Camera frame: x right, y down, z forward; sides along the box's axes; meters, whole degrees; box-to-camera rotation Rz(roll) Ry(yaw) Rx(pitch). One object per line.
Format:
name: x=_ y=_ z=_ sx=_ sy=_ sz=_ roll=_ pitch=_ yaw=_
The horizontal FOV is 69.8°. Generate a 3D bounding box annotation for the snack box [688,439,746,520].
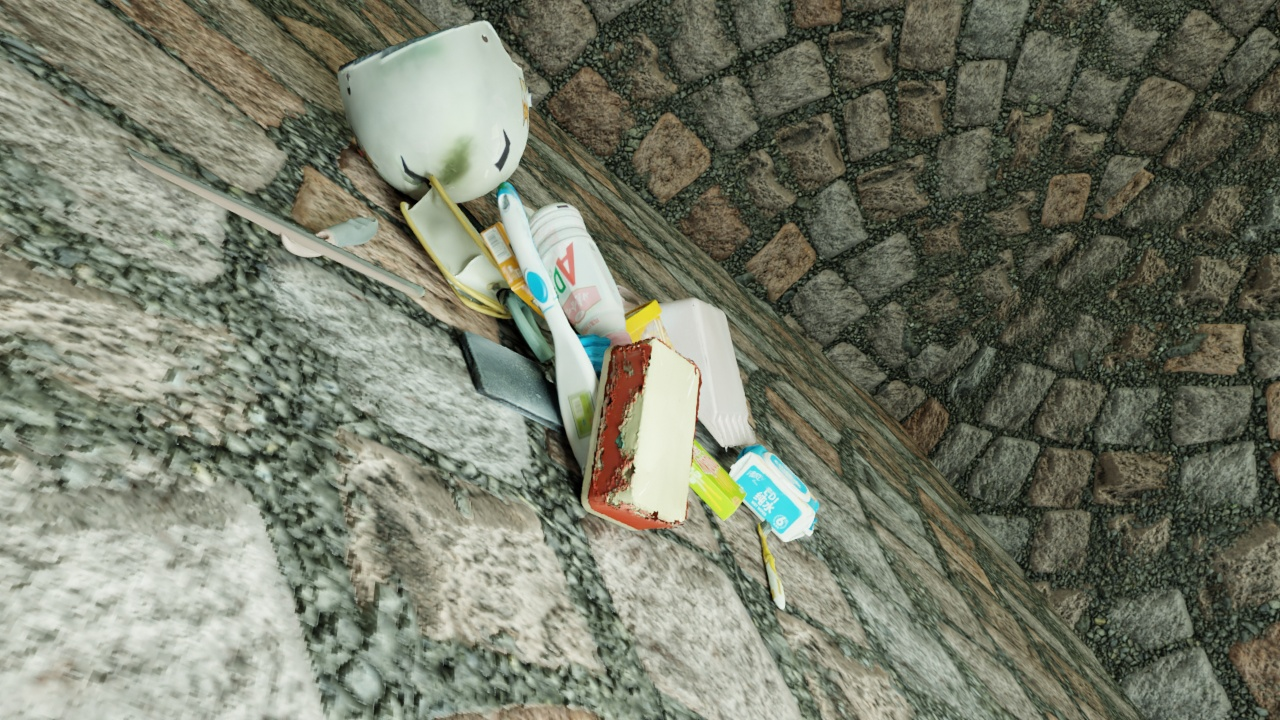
snack box: x=0.063 y=0.124 z=1.126 sx=0.156 sy=0.026 sz=0.085 roll=46 pitch=14 yaw=8

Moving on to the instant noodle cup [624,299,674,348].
instant noodle cup: x=-0.006 y=0.006 z=1.078 sx=0.114 sy=0.118 sz=0.118 roll=61 pitch=12 yaw=-7

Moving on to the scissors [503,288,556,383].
scissors: x=-0.102 y=-0.012 z=0.988 sx=0.181 sy=0.019 sz=0.170 roll=57 pitch=5 yaw=1

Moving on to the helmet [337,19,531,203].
helmet: x=-0.233 y=-0.273 z=1.120 sx=0.274 sy=0.230 sz=0.156 roll=94 pitch=-23 yaw=-75

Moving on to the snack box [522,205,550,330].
snack box: x=-0.133 y=-0.119 z=1.176 sx=0.156 sy=0.085 sz=0.026 roll=50 pitch=19 yaw=28

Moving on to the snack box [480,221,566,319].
snack box: x=-0.123 y=-0.092 z=1.002 sx=0.075 sy=0.026 sz=0.154 roll=61 pitch=3 yaw=15

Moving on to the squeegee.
squeegee: x=-0.282 y=-0.112 z=0.822 sx=0.247 sy=0.040 sz=0.249 roll=25 pitch=9 yaw=-3

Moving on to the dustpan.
dustpan: x=0.055 y=0.011 z=1.310 sx=0.222 sy=0.139 sz=0.273 roll=18 pitch=60 yaw=-70

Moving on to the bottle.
bottle: x=-0.063 y=-0.083 z=1.008 sx=0.068 sy=0.068 sz=0.196 roll=22 pitch=36 yaw=-57

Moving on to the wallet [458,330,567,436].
wallet: x=-0.124 y=0.023 z=0.915 sx=0.120 sy=0.019 sz=0.097 roll=30 pitch=20 yaw=-40

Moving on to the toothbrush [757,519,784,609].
toothbrush: x=0.154 y=0.233 z=1.069 sx=0.016 sy=0.018 sz=0.191 roll=39 pitch=14 yaw=-10

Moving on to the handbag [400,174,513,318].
handbag: x=-0.193 y=-0.111 z=1.067 sx=0.163 sy=0.063 sz=0.179 roll=52 pitch=1 yaw=32

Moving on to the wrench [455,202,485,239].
wrench: x=-0.176 y=-0.132 z=1.165 sx=0.273 sy=0.016 sz=0.056 roll=43 pitch=-33 yaw=33

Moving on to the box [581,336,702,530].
box: x=0.009 y=0.067 z=0.852 sx=0.091 sy=0.076 sz=0.168 roll=32 pitch=56 yaw=-41

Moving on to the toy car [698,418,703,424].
toy car: x=0.098 y=0.068 z=1.382 sx=0.043 sy=0.034 sz=0.090 roll=42 pitch=14 yaw=-8

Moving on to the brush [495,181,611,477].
brush: x=-0.068 y=-0.024 z=0.908 sx=0.109 sy=0.061 sz=0.314 roll=2 pitch=70 yaw=-56

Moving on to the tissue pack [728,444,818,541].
tissue pack: x=0.180 y=0.175 z=1.226 sx=0.140 sy=0.063 sz=0.090 roll=45 pitch=13 yaw=9
